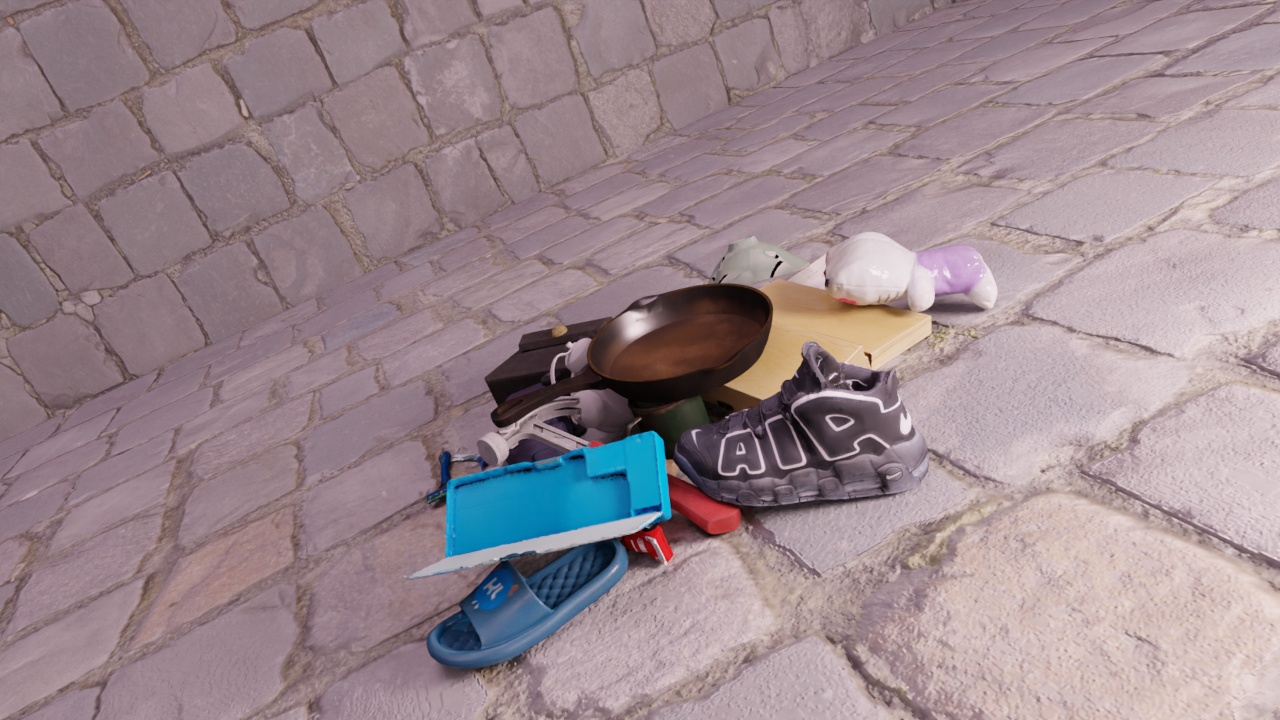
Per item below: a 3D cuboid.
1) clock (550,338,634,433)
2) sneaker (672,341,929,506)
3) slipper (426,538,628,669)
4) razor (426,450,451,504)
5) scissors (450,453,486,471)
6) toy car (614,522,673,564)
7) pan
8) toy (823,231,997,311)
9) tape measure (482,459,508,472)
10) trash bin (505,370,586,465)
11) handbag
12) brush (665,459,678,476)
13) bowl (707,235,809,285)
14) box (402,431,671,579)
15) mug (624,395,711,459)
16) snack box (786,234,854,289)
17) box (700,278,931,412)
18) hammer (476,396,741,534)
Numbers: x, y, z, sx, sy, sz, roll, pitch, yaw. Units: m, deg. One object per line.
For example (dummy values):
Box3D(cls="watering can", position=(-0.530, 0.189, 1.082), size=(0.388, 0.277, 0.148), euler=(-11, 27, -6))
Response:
Box3D(cls="clock", position=(-0.051, 0.034, 1.180), size=(0.159, 0.119, 0.061), euler=(11, -30, -37))
Box3D(cls="sneaker", position=(0.145, 0.054, 0.893), size=(0.253, 0.151, 0.097), euler=(-4, 24, 18))
Box3D(cls="slipper", position=(-0.110, 0.230, 0.895), size=(0.213, 0.059, 0.104), euler=(-27, 24, -14))
Box3D(cls="razor", position=(-0.271, 0.160, 1.272), size=(0.044, 0.018, 0.141), euler=(-27, 21, 0))
Box3D(cls="scissors", position=(-0.232, 0.137, 1.294), size=(0.134, 0.016, 0.073), euler=(-8, 28, 35))
Box3D(cls="toy car", position=(-0.004, 0.180, 0.931), size=(0.090, 0.038, 0.025), euler=(2, 35, 47))
Box3D(cls="pan", position=(-0.007, 0.006, 1.085), size=(0.355, 0.043, 0.249), euler=(-25, 28, -12))
Box3D(cls="toy", position=(0.332, -0.111, 1.149), size=(0.209, 0.086, 0.137), euler=(3, 24, -1))
Box3D(cls="tape measure", position=(-0.172, 0.158, 1.115), size=(0.017, 0.064, 0.064), euler=(-11, 29, 28))
Box3D(cls="trash bin", position=(-0.123, 0.096, 1.176), size=(0.092, 0.094, 0.160), euler=(-23, 24, 1))
Box3D(cls="handbag", position=(-0.103, -0.010, 1.388), size=(0.198, 0.102, 0.198), euler=(-10, 25, 30))
Box3D(cls="brush", position=(-0.003, 0.144, 1.014), size=(0.049, 0.039, 0.116), euler=(-7, 31, 33))
Box3D(cls="bowl", position=(0.161, -0.148, 1.367), size=(0.174, 0.068, 0.174), euler=(-19, 7, 2))
Box3D(cls="box", position=(-0.093, 0.163, 0.914), size=(0.244, 0.075, 0.166), euler=(-15, 28, 17))
Box3D(cls="mug", position=(0.029, 0.077, 1.080), size=(0.110, 0.081, 0.085), euler=(-35, 25, -30))
Box3D(cls="snack box", position=(0.250, -0.102, 1.339), size=(0.272, 0.044, 0.077), euler=(-34, 30, -24))
Box3D(cls="box", position=(0.184, -0.021, 1.146), size=(0.256, 0.076, 0.247), euler=(-29, 33, -32))
Box3D(cls="hammer", position=(-0.026, 0.113, 0.996), size=(0.316, 0.036, 0.125), euler=(19, 40, 35))
